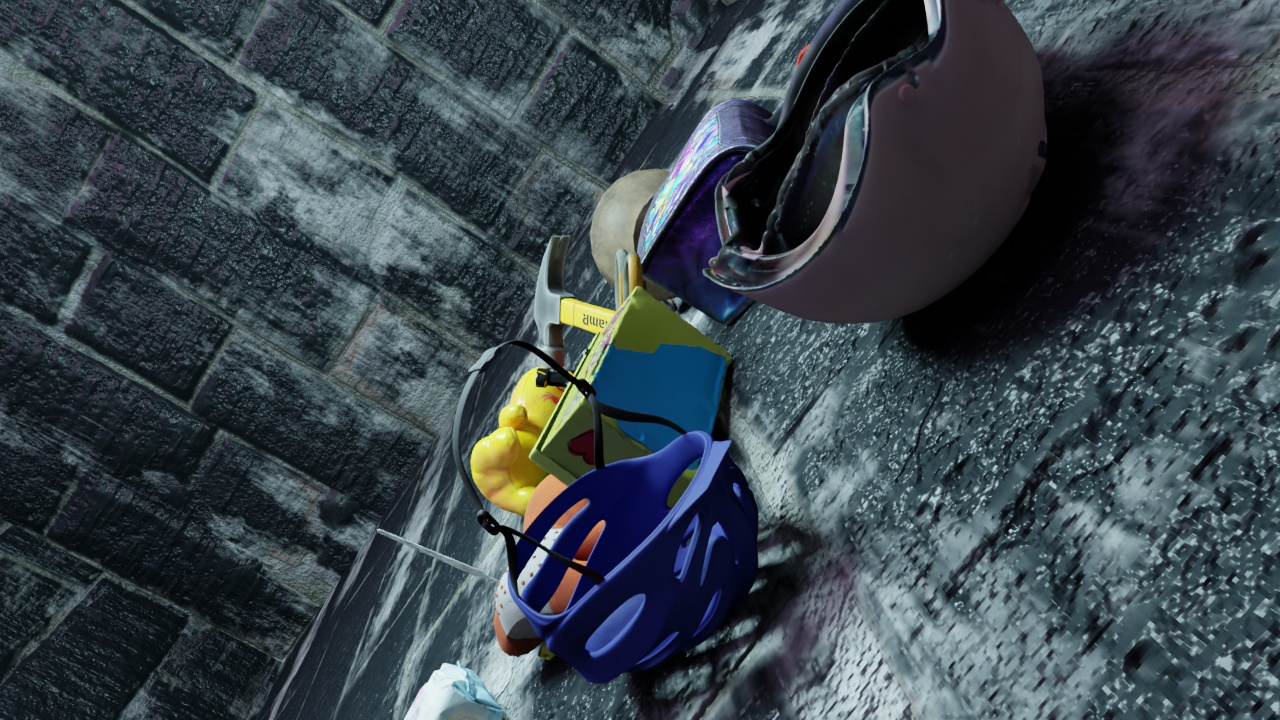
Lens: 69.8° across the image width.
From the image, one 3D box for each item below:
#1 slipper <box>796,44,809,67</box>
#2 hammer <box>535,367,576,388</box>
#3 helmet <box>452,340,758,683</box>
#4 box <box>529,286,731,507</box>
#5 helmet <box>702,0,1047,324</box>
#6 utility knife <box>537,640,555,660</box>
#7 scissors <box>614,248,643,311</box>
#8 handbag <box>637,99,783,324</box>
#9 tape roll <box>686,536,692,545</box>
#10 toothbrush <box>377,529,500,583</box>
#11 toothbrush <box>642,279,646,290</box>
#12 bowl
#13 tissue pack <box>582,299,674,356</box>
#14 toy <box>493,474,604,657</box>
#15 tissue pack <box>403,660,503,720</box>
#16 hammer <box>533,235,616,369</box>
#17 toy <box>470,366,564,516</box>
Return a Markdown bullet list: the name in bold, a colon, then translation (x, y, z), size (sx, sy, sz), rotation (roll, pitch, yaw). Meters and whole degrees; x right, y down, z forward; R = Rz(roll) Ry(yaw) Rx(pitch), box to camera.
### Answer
- **slipper**: translation (0.223, -0.357, 1.093), size (0.248, 0.059, 0.104), rotation (-61, 13, -13)
- **hammer**: translation (-0.081, 0.139, 0.980), size (0.036, 0.123, 0.319), rotation (96, -177, -52)
- **helmet**: translation (-0.037, 0.097, 0.592), size (0.242, 0.227, 0.147), rotation (-41, 11, 46)
- **box**: translation (-0.001, 0.038, 0.787), size (0.082, 0.124, 0.220), rotation (-49, 11, 31)
- **helmet**: translation (0.158, -0.135, 0.579), size (0.231, 0.152, 0.254), rotation (-55, 17, 42)
- **utility knife**: translation (-0.046, 0.232, 0.764), size (0.219, 0.019, 0.030), rotation (-43, 21, 60)
- **scissors**: translation (-0.008, -0.002, 0.923), size (0.134, 0.016, 0.228), rotation (-177, 84, -81)
- **handbag**: translation (0.101, -0.174, 0.954), size (0.222, 0.125, 0.204), rotation (-54, 13, 25)
- **tape roll**: translation (0.041, 0.115, 0.736), size (0.093, 0.013, 0.093), rotation (-52, 13, 17)
- **toothbrush**: translation (-0.197, 0.220, 0.978), size (0.010, 0.181, 0.010), rotation (-56, 15, 30)
- **toothbrush**: translation (-0.006, 0.006, 0.976), size (0.016, 0.015, 0.184), rotation (1, 89, 43)
- **bowl**: translation (0.026, -0.150, 1.110), size (0.162, 0.162, 0.070), rotation (-58, 29, -7)
- **tissue pack**: translation (-0.031, -0.022, 1.215), size (0.181, 0.071, 0.103), rotation (-51, 13, 11)
- **toy**: translation (-0.068, 0.173, 0.834), size (0.164, 0.093, 0.172), rotation (-41, 25, 40)
- **tissue pack**: translation (-0.202, 0.381, 0.864), size (0.181, 0.070, 0.112), rotation (-61, 14, -16)
- **hammer**: translation (-0.032, -0.046, 1.055), size (0.325, 0.034, 0.170), rotation (20, 112, 52)
- **toy**: translation (-0.131, 0.104, 1.104), size (0.088, 0.134, 0.193), rotation (-21, 20, 25)
